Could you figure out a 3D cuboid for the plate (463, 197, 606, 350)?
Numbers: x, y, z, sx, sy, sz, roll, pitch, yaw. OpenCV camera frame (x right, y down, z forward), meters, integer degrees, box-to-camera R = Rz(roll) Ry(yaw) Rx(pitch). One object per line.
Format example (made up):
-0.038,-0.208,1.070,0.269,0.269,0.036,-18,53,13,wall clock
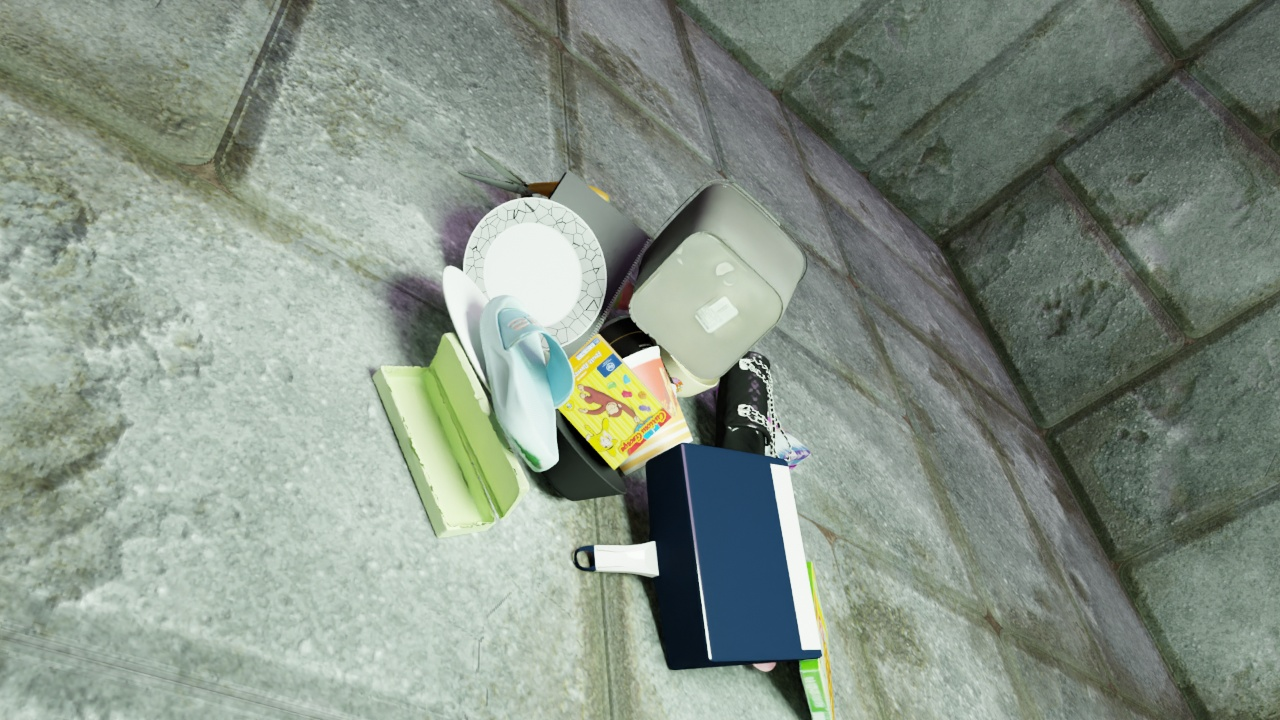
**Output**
-0.131,-0.106,1.140,0.188,0.016,0.188,1,89,-28,plate

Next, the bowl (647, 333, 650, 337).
0.055,-0.058,1.415,0.113,0.063,0.113,36,30,-25,bowl

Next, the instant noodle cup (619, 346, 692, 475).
-0.005,0.066,1.123,0.123,0.124,0.121,-16,77,-60,instant noodle cup

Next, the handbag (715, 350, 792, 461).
0.163,0.070,1.295,0.125,0.115,0.153,85,12,-54,handbag

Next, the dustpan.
0.060,0.217,1.018,0.272,0.080,0.236,13,60,-36,dustpan

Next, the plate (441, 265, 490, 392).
-0.166,-0.008,1.010,0.208,0.015,0.208,61,6,-12,plate

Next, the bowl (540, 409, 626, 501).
-0.076,0.115,1.001,0.124,0.052,0.124,48,2,-3,bowl

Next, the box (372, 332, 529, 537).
-0.193,0.075,0.891,0.083,0.092,0.188,-14,62,-35,box

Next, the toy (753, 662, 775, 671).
0.117,0.250,1.102,0.189,0.088,0.238,-9,72,-41,toy

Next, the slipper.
-0.108,0.016,0.949,0.104,0.074,0.245,59,8,-36,slipper

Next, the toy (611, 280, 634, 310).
-0.111,-0.124,1.231,0.236,0.097,0.192,2,65,-38,toy

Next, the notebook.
-0.089,-0.117,1.182,0.149,0.016,0.206,37,73,-24,notebook

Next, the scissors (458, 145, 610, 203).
-0.137,-0.228,1.264,0.225,0.225,0.016,40,61,-45,scissors

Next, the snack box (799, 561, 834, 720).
0.212,0.351,1.116,0.167,0.027,0.132,-80,156,-56,snack box

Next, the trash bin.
0.097,-0.101,1.199,0.197,0.198,0.219,42,21,-6,trash bin

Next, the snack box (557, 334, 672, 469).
-0.039,0.046,1.047,0.126,0.088,0.040,48,3,-1,snack box

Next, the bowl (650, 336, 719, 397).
0.045,0.009,1.305,0.118,0.074,0.117,36,31,-26,bowl

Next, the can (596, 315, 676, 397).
-0.007,0.007,1.233,0.071,0.072,0.128,4,52,-54,can

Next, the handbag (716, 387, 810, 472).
0.176,0.100,1.412,0.144,0.068,0.170,3,46,-54,handbag
